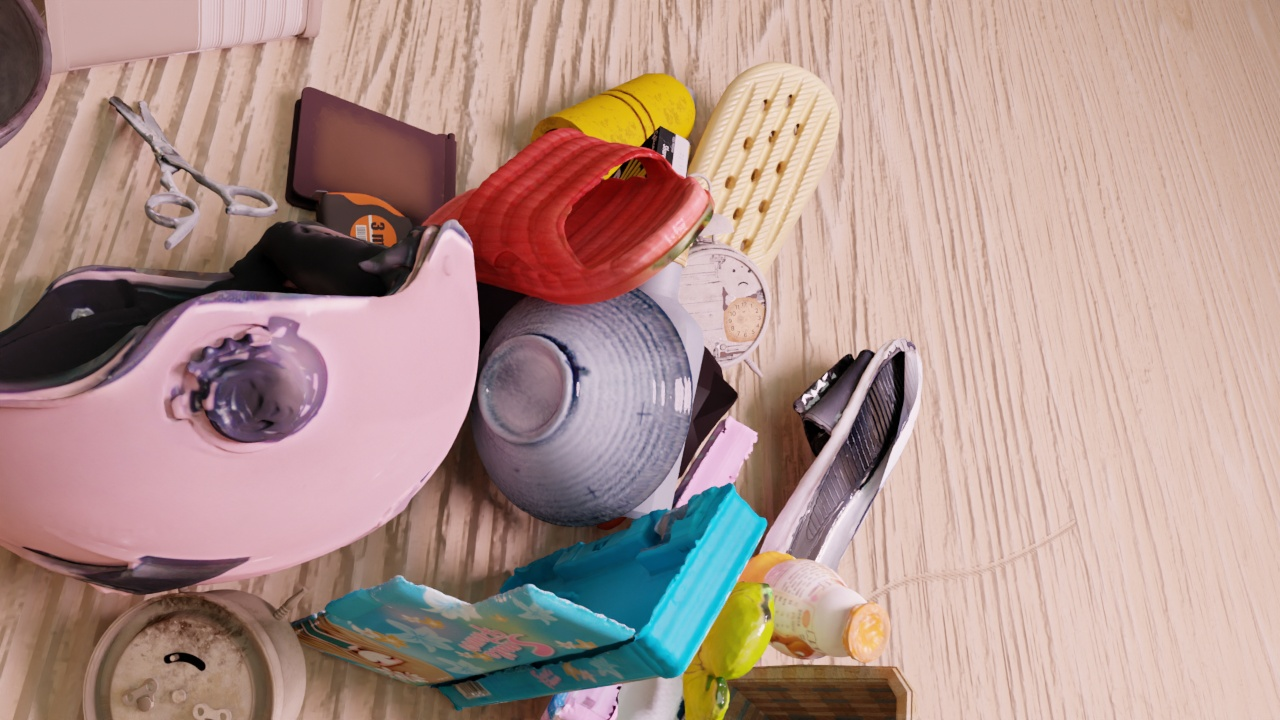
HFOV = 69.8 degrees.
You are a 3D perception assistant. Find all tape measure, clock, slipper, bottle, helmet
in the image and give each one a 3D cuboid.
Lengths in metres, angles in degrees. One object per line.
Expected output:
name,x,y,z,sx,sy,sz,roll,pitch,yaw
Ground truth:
tape measure,-0.180,-0.078,0.594,0.058,0.038,0.058,-6,90,-29
clock,-0.209,0.172,0.436,0.093,0.054,0.140,10,87,8
slipper,0.154,0.079,0.734,0.263,0.063,0.111,-57,136,-28
bottle,0.108,0.160,0.588,0.063,0.109,0.063,0,89,-31
slipper,0.078,-0.141,0.789,0.111,0.079,0.261,32,72,-18
bottle,-0.003,0.003,0.514,0.046,0.072,0.161,17,84,-65
bottle,-0.010,-0.189,0.752,0.163,0.071,0.071,-38,93,-41
helmet,-0.198,0.020,0.435,0.254,0.230,0.153,-23,114,-46
slipper,-0.059,-0.087,0.512,0.103,0.249,0.059,-46,123,-24
clock,0.047,-0.061,0.690,0.103,0.061,0.157,-7,101,-13

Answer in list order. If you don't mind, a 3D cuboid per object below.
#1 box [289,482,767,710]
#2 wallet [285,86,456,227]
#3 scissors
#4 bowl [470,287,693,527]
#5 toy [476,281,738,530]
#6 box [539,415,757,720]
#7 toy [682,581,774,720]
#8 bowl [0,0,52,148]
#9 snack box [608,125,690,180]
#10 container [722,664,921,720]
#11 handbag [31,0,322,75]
box,-0.061,0.132,0.454,0.170,0.228,0.085,-6,73,-38
wallet,-0.183,-0.135,0.639,0.115,0.018,0.091,13,62,-34
scissors,-0.270,-0.109,0.510,0.161,0.014,0.117,29,30,9
bowl,-0.046,0.017,0.473,0.057,0.137,0.137,17,55,-63
toy,-0.041,0.001,0.588,0.184,0.140,0.158,37,52,-15
box,0.012,0.161,0.587,0.063,0.161,0.229,16,47,23
toy,0.051,0.177,0.553,0.036,0.094,0.094,30,14,-5
bowl,-0.385,-0.147,0.464,0.144,0.067,0.144,15,60,-29
snack box,-0.021,-0.088,0.641,0.025,0.148,0.080,23,57,-25
container,0.080,0.296,0.512,0.186,0.158,0.249,41,48,-39
handbag,-0.253,-0.257,0.524,0.175,0.198,0.062,-28,86,-41
